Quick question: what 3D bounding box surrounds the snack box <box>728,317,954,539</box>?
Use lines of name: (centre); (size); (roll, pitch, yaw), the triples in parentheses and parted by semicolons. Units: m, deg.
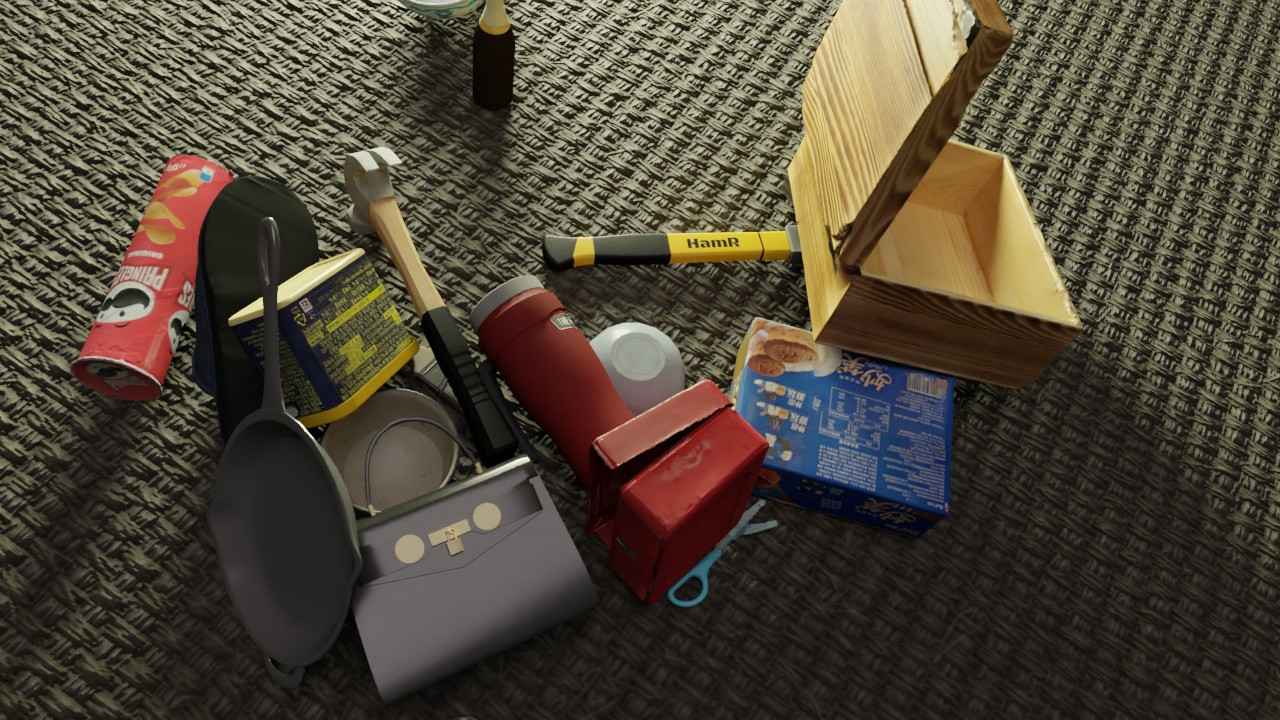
snack box: (0.185, 0.063, 0.870); (0.202, 0.069, 0.154); (15, 60, -2)

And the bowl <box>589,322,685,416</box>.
bowl: (-0.005, 0.005, 0.886); (0.106, 0.039, 0.106); (4, 61, -8)

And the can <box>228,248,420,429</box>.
can: (-0.266, -0.021, 0.783); (0.075, 0.104, 0.134); (-14, 22, 25)

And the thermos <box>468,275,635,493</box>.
thermos: (-0.080, 0.030, 0.833); (0.108, 0.084, 0.198); (-38, 78, 10)

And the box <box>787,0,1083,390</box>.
box: (0.285, -0.201, 0.840); (0.286, 0.337, 0.278); (11, 48, -10)

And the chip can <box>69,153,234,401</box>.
chip can: (-0.437, -0.081, 0.840); (0.073, 0.073, 0.232); (9, 59, -5)

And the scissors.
scissors: (0.069, 0.173, 0.820); (0.142, 0.015, 0.095); (-11, 63, -9)

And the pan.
pan: (-0.270, 0.072, 0.697); (0.024, 0.217, 0.354); (-6, 97, -51)

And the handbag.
handbag: (-0.155, 0.137, 0.731); (0.175, 0.072, 0.195); (-21, 87, -20)

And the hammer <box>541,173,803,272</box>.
hammer: (0.058, -0.124, 0.977); (0.324, 0.034, 0.169); (-3, 61, -10)

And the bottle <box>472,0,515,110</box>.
bottle: (-0.155, -0.347, 0.971); (0.045, 0.185, 0.045); (4, 60, -8)

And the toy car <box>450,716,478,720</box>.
toy car: (-0.169, 0.307, 0.688); (0.112, 0.041, 0.048); (-18, 65, -18)

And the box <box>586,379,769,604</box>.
box: (0.029, 0.112, 0.756); (0.129, 0.158, 0.097); (-33, 61, -24)

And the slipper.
slipper: (-0.350, -0.031, 0.817); (0.108, 0.084, 0.265); (5, 75, -50)

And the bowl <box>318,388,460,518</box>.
bowl: (-0.214, 0.089, 0.791); (0.115, 0.059, 0.115); (4, 61, -8)

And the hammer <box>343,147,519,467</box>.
hammer: (-0.196, -0.053, 0.842); (0.039, 0.131, 0.328); (-21, 71, -26)

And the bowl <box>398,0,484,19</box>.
bowl: (-0.230, -0.451, 1.072); (0.144, 0.074, 0.143); (0, 72, -1)

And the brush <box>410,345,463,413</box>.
brush: (-0.197, 0.005, 0.868); (0.151, 0.012, 0.038); (35, 61, 11)
